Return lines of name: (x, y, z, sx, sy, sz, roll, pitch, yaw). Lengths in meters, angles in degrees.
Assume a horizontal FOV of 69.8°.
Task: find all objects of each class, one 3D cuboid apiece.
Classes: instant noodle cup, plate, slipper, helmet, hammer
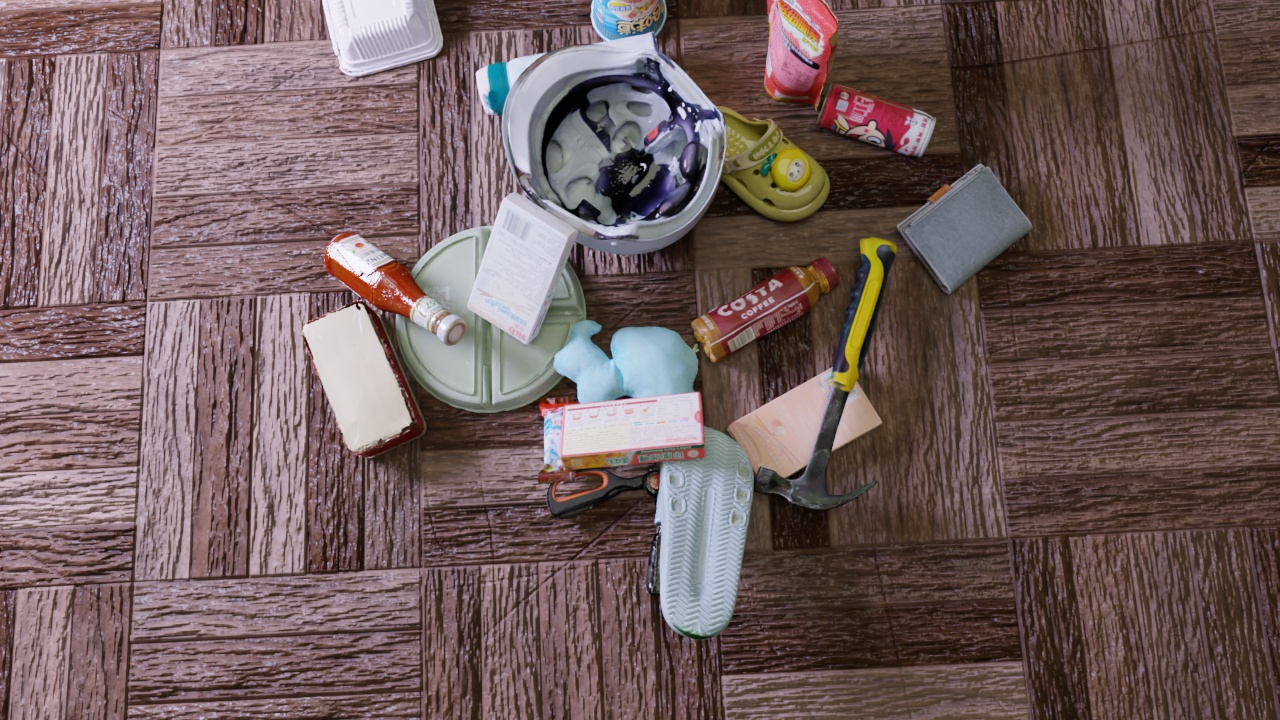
instant noodle cup: (-0.015, -0.453, 1.117, 0.099, 0.110, 0.099, 0, 79, 0)
plate: (-0.179, -0.053, 1.087, 0.230, 0.027, 0.230, 0, 78, 1)
slipper: (0.137, -0.241, 1.089, 0.190, 0.081, 0.091, 37, 85, 10)
instant noodle cup: (-0.335, -0.457, 1.152, 0.138, 0.060, 0.173, -15, 78, -1)
helmet: (-0.025, -0.230, 1.057, 0.259, 0.146, 0.229, 33, 82, 15)
hammer: (0.233, 0.014, 1.035, 0.126, 0.032, 0.323, 18, 78, 5)
slipper: (0.064, 0.182, 0.992, 0.104, 0.074, 0.244, 8, 58, -5)

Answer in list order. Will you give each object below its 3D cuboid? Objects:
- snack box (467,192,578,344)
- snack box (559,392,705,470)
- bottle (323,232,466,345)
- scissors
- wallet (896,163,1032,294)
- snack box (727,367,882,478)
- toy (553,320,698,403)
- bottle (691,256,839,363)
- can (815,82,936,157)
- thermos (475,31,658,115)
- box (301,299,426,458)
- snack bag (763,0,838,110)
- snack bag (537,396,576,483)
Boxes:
snack box: (-0.132, -0.099, 1.015, 0.085, 0.157, 0.026, 32, 38, 7)
snack box: (-0.008, 0.077, 1.004, 0.156, 0.027, 0.076, -6, 44, 6)
bottle: (-0.280, -0.080, 1.050, 0.206, 0.060, 0.059, 33, 81, 25)
scissors: (0.003, 0.152, 1.048, 0.221, 0.022, 0.230, 2, 76, -2)
wallet: (0.382, -0.158, 1.089, 0.129, 0.037, 0.106, -37, 91, -4)
snack box: (0.188, 0.075, 1.053, 0.157, 0.026, 0.084, -28, 79, -4)
toy: (-0.006, 0.006, 1.058, 0.156, 0.050, 0.161, -35, 79, -13)
bottle: (0.147, -0.062, 1.065, 0.175, 0.057, 0.057, -29, 80, -4)
can: (0.283, -0.289, 1.107, 0.133, 0.053, 0.053, 19, 80, 5)
thermos: (-0.088, -0.348, 1.122, 0.224, 0.073, 0.073, -11, 79, 0)
box: (-0.320, 0.022, 1.050, 0.091, 0.078, 0.168, -25, 79, -4)
snack bag: (0.179, -0.368, 1.047, 0.073, 0.208, 0.128, -31, 79, 0)
snack bag: (-0.095, 0.090, 1.050, 0.048, 0.026, 0.104, -5, 60, 11)
